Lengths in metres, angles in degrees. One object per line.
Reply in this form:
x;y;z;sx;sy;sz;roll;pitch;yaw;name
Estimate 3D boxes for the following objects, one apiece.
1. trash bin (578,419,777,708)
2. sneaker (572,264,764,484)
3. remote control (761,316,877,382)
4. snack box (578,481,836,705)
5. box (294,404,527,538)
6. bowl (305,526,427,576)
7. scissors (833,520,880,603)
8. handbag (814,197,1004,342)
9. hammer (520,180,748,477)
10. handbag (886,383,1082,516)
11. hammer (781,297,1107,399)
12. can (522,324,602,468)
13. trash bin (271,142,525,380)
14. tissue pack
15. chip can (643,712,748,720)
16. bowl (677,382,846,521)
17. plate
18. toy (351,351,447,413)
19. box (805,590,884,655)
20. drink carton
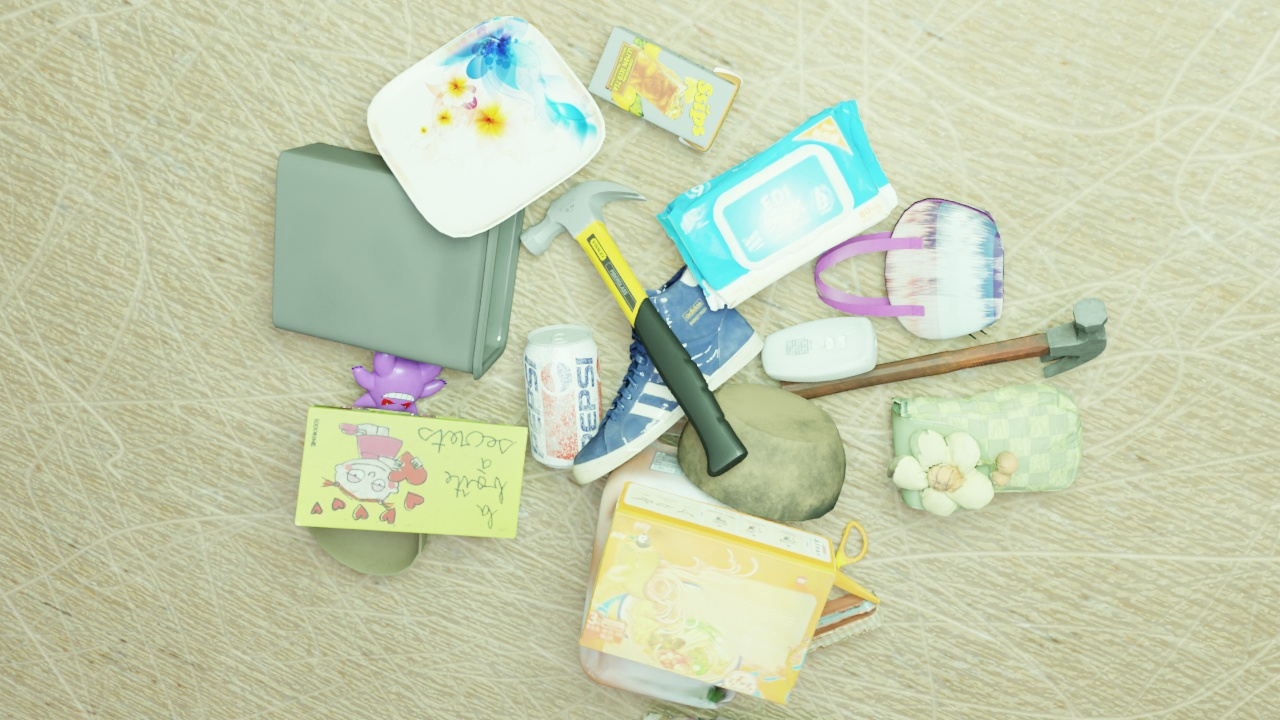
0.040;0.214;0.960;0.181;0.157;0.260;11;112;5;trash bin
-0.004;0.005;0.903;0.233;0.091;0.118;-37;100;-1;sneaker
0.174;-0.010;0.902;0.114;0.028;0.060;-11;65;29;remote control
0.059;0.205;0.826;0.195;0.080;0.145;16;110;2;snack box
-0.234;0.114;0.952;0.221;0.082;0.124;9;88;-15;box
-0.307;0.171;1.047;0.152;0.050;0.152;8;121;13;bowl
0.203;0.229;1.001;0.130;0.011;0.125;20;93;20;scissors
0.251;-0.081;0.871;0.170;0.067;0.145;-2;115;17;handbag
0.004;-0.038;0.848;0.127;0.029;0.323;-39;65;17;hammer
0.332;0.088;0.887;0.187;0.116;0.113;-8;109;13;handbag
0.284;0.004;0.888;0.301;0.111;0.028;-12;65;22;hammer
-0.079;0.037;0.954;0.078;0.078;0.136;1;110;9;can
-0.242;-0.103;0.919;0.220;0.097;0.192;13;112;5;trash bin
0.131;-0.142;0.851;0.209;0.066;0.117;-31;100;7;tissue pack
0.113;0.462;1.086;0.230;0.079;0.080;0;110;9;chip can
0.121;0.079;0.877;0.162;0.162;0.070;16;112;3;bowl
-0.142;-0.214;0.842;0.187;0.016;0.187;-34;74;-4;plate
-0.262;0.021;0.989;0.106;0.056;0.088;11;115;-34;toy
0.186;0.311;1.033;0.187;0.060;0.057;-26;61;17;box
0.023;-0.252;0.846;0.125;0.048;0.076;26;112;-1;drink carton
